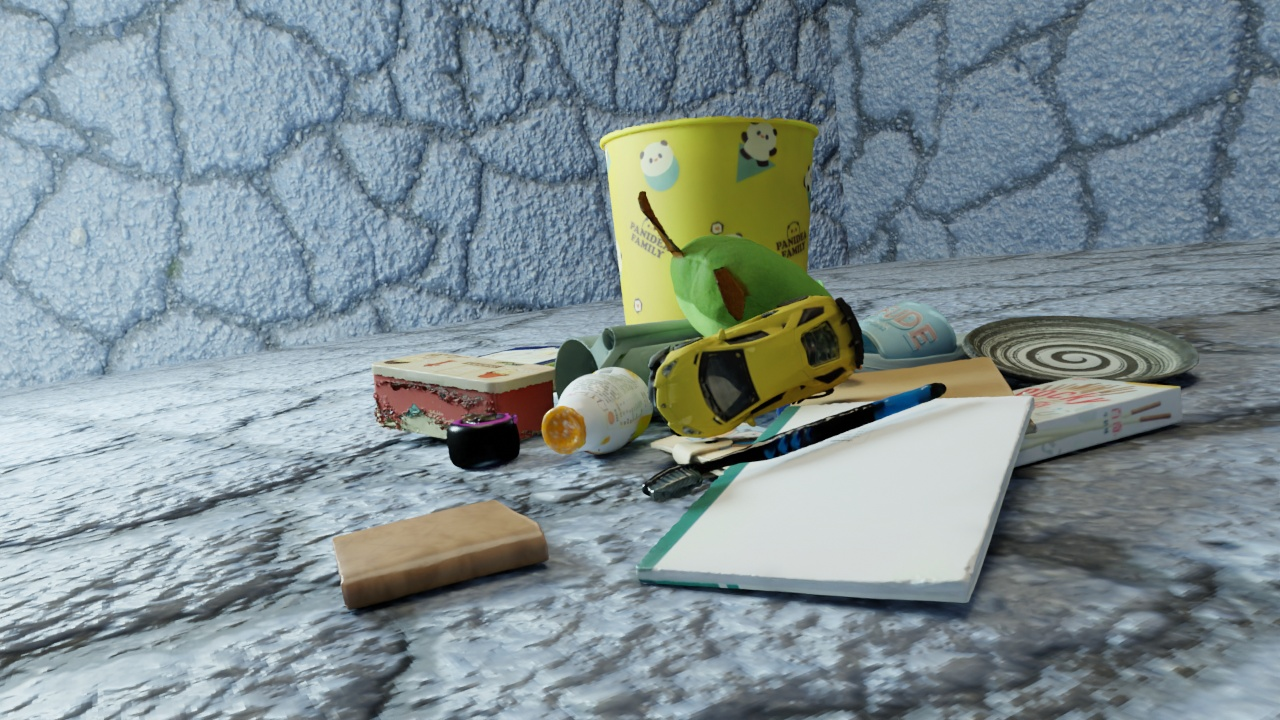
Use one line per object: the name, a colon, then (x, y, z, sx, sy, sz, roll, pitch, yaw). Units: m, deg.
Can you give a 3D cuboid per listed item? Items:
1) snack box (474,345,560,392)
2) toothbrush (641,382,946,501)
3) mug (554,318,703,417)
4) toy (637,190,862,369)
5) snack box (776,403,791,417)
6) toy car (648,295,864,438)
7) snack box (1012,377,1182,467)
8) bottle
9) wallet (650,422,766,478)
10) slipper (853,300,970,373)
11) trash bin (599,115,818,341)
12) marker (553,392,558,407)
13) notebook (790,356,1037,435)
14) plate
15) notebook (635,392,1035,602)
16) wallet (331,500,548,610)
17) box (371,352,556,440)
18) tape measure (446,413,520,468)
snack box: (-0.146, 0.017, 1.078, 0.178, 0.046, 0.182, -1, 9, 39)
toothbrush: (0.090, 0.043, 0.505, 0.189, 0.014, 0.016, -17, 15, -14)
mug: (-0.005, 0.005, 0.808, 0.103, 0.083, 0.124, -9, -27, -34)
toy: (0.096, -0.048, 0.760, 0.246, 0.090, 0.227, 24, 15, -45)
snack box: (0.197, 0.028, 0.736, 0.157, 0.026, 0.084, -2, 8, 34)
toy car: (0.080, 0.005, 0.623, 0.155, 0.071, 0.041, -20, 6, -18)
snack box: (0.262, 0.038, 0.599, 0.156, 0.027, 0.085, -11, 8, -23)
bottle: (-0.035, 0.042, 0.700, 0.063, 0.063, 0.108, -4, 7, 24)
wallet: (0.065, 0.062, 0.619, 0.087, 0.024, 0.115, -5, 7, -26)
slipper: (0.274, -0.021, 0.875, 0.245, 0.074, 0.104, -6, 8, -9)
trash bin: (0.077, -0.110, 0.978, 0.229, 0.255, 0.229, -2, 4, 0)
marker: (-0.056, 0.040, 0.927, 0.146, 0.017, 0.016, -2, 8, 32)
notebook: (0.174, 0.028, 0.624, 0.148, 0.008, 0.207, -8, 9, 16)
plate: (0.364, -0.003, 0.771, 0.179, 0.024, 0.179, -3, 18, 1)
notebook: (0.109, 0.060, 0.470, 0.151, 0.012, 0.208, -4, 17, 32)
wallet: (-0.112, 0.100, 0.496, 0.101, 0.020, 0.115, -10, 5, -20)
box: (-0.163, 0.041, 0.838, 0.169, 0.077, 0.091, 6, 12, 35)
tape measure: (-0.124, 0.061, 0.725, 0.057, 0.039, 0.058, -11, 9, -34)
